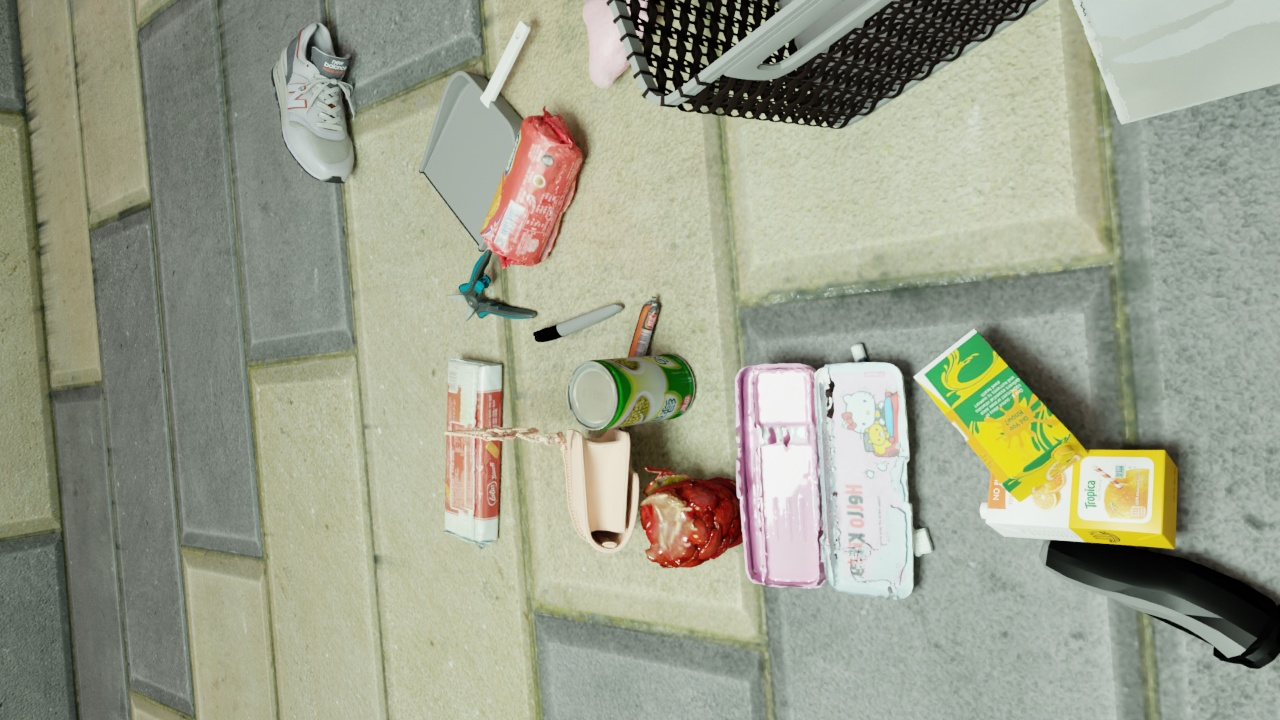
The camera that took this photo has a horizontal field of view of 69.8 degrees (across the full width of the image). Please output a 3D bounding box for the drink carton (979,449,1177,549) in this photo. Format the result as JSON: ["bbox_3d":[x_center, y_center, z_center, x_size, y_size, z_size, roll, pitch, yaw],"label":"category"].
[{"bbox_3d":[0.314,0.098,0.663,0.123,0.040,0.058,-4,65,41],"label":"drink carton"}]

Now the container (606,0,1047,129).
[{"bbox_3d":[0.132,-0.329,0.667,0.248,0.243,0.245,-28,75,39],"label":"container"}]

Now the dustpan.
[{"bbox_3d":[-0.183,-0.280,1.084,0.163,0.033,0.258,51,123,26],"label":"dustpan"}]

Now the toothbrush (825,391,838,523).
[{"bbox_3d":[0.167,0.095,0.820,0.022,0.016,0.135,1,94,40],"label":"toothbrush"}]

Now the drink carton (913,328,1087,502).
[{"bbox_3d":[0.265,0.041,0.679,0.058,0.041,0.122,-42,44,15],"label":"drink carton"}]

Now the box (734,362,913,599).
[{"bbox_3d":[0.158,0.101,0.798,0.154,0.041,0.201,-2,95,24],"label":"box"}]

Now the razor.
[{"bbox_3d":[0.358,0.159,0.639,0.156,0.057,0.060,27,142,36],"label":"razor"}]

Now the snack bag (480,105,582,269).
[{"bbox_3d":[-0.117,-0.183,1.009,0.082,0.082,0.177,43,119,30],"label":"snack bag"}]

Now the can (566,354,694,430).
[{"bbox_3d":[-0.007,0.029,0.897,0.067,0.120,0.067,3,95,40],"label":"can"}]

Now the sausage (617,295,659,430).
[{"bbox_3d":[-0.006,0.006,0.962,0.020,0.020,0.155,27,110,37],"label":"sausage"}]

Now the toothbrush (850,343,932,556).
[{"bbox_3d":[0.214,0.074,0.782,0.017,0.012,0.186,-20,80,27],"label":"toothbrush"}]

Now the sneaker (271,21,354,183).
[{"bbox_3d":[-0.442,-0.369,1.266,0.125,0.088,0.239,-45,62,37],"label":"sneaker"}]

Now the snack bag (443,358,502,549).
[{"bbox_3d":[-0.206,0.111,1.132,0.078,0.041,0.225,9,101,41],"label":"snack bag"}]

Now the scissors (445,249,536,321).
[{"bbox_3d":[-0.178,-0.073,1.095,0.118,0.019,0.149,41,143,5],"label":"scissors"}]

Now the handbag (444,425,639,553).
[{"bbox_3d":[-0.098,0.127,0.925,0.199,0.187,0.116,165,106,-82],"label":"handbag"}]

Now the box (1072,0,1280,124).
[{"bbox_3d":[0.406,-0.254,0.578,0.167,0.444,0.165,-8,98,41],"label":"box"}]

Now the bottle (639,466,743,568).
[{"bbox_3d":[0.044,0.147,0.869,0.099,0.111,0.099,4,97,40],"label":"bottle"}]

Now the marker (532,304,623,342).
[{"bbox_3d":[-0.073,-0.041,1.014,0.139,0.022,0.016,-18,67,41],"label":"marker"}]

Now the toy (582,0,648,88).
[{"bbox_3d":[-0.022,-0.335,0.925,0.096,0.052,0.099,-16,78,48],"label":"toy"}]
